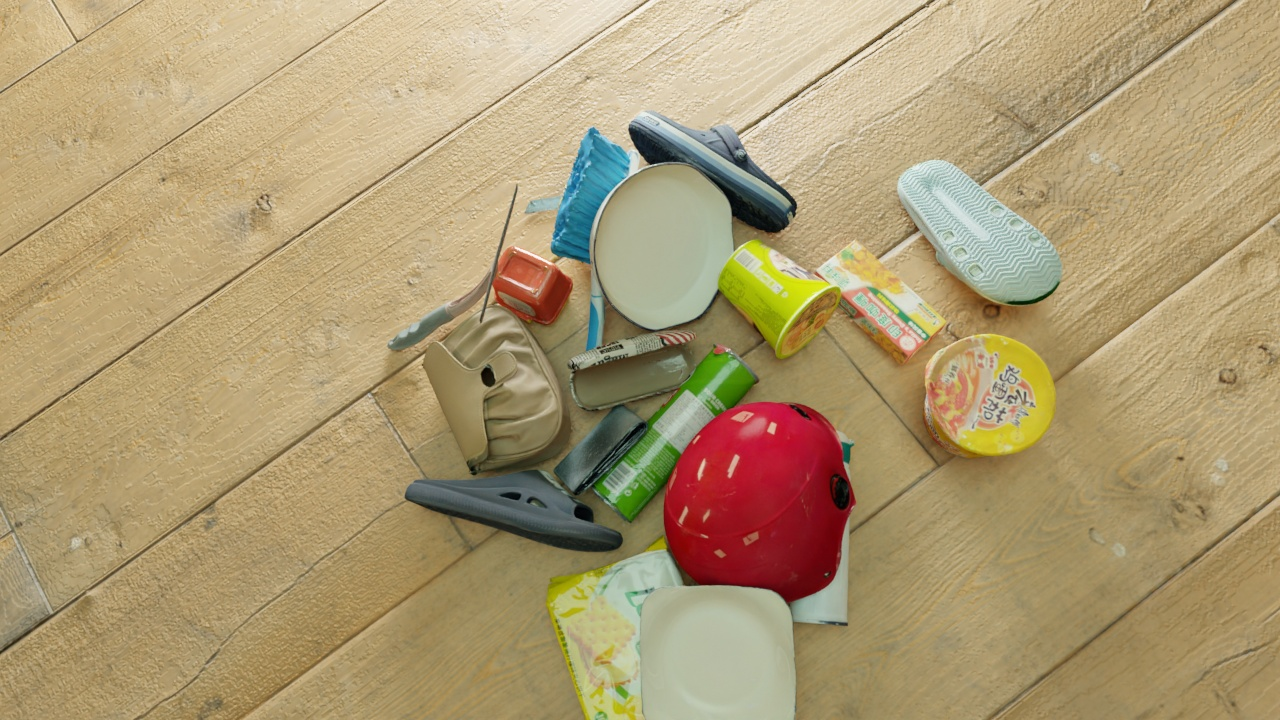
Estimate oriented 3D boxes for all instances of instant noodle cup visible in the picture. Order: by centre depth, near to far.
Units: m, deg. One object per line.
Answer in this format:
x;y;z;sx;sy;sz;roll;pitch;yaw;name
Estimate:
0.391;0.050;1.059;0.138;0.110;0.138;-2;75;5;instant noodle cup
0.163;-0.083;1.128;0.111;0.112;0.123;-43;66;-7;instant noodle cup

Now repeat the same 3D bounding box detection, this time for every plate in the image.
0.082;0.316;0.971;0.164;0.034;0.163;-1;91;12;plate
0.024;-0.140;1.126;0.204;0.205;0.045;-53;35;-9;plate

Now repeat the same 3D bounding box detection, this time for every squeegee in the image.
-0.236;-0.071;1.147;0.250;0.040;0.247;-34;34;33;squeegee

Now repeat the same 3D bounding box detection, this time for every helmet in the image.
0.117;0.145;1.011;0.207;0.143;0.239;3;75;36;helmet

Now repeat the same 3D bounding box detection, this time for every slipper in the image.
-0.147;0.163;1.089;0.268;0.111;0.083;11;73;12;slipper
0.408;-0.152;1.135;0.104;0.074;0.245;-31;58;-2;slipper
0.098;-0.260;1.177;0.253;0.105;0.095;35;80;14;slipper

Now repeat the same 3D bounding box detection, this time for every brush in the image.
-0.063;-0.120;1.133;0.109;0.060;0.314;17;92;-26;brush

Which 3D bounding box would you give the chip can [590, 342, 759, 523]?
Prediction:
0.040;0.087;1.105;0.072;0.072;0.236;41;82;15;chip can

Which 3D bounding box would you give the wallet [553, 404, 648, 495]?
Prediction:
-0.050;0.105;1.105;0.120;0.097;0.019;-45;110;-7;wallet

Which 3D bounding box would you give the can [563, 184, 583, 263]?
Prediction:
-0.048;-0.186;1.191;0.083;0.057;0.102;-12;89;0;can

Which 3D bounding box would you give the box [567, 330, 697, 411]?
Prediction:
-0.007;0.006;1.115;0.162;0.087;0.075;-13;74;-11;box

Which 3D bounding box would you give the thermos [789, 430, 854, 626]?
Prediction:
0.207;0.189;1.062;0.073;0.073;0.224;3;75;7;thermos

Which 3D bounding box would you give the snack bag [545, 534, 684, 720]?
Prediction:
0.000;0.341;1.042;0.158;0.068;0.246;-21;75;1;snack bag

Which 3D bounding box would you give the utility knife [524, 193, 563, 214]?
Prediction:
-0.058;-0.218;1.229;0.202;0.015;0.033;-8;72;4;utility knife

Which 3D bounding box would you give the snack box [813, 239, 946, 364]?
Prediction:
0.294;-0.074;1.137;0.076;0.027;0.156;-38;74;-22;snack box

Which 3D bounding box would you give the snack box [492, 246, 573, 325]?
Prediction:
-0.142;-0.097;1.172;0.091;0.080;0.082;25;79;12;snack box

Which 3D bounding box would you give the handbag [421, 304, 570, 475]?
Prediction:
-0.178;0.036;1.129;0.148;0.100;0.204;-29;69;0;handbag
